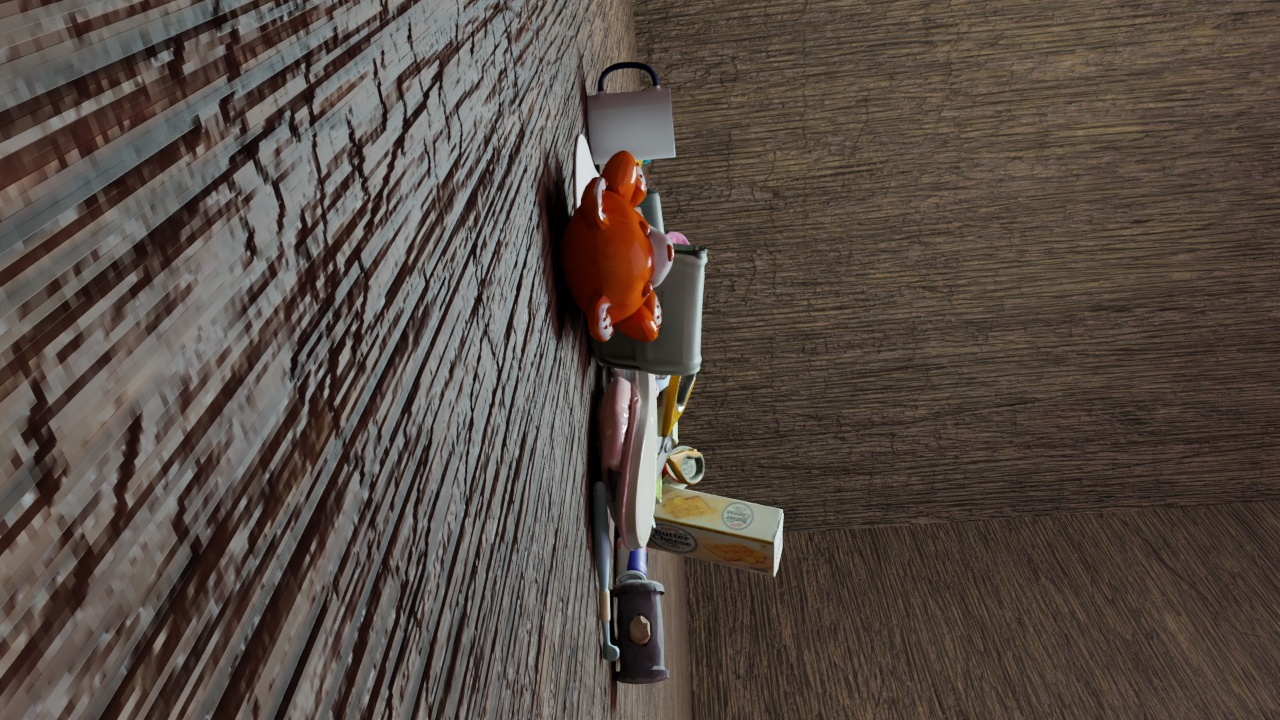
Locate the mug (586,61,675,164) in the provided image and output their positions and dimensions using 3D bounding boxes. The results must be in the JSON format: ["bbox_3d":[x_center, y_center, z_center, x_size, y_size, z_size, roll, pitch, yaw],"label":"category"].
[{"bbox_3d":[-0.012,-0.290,1.070,0.078,0.097,0.112,-83,168,-73],"label":"mug"}]

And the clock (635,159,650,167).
[{"bbox_3d":[-0.020,-0.223,1.149,0.129,0.043,0.099,-78,-172,-52],"label":"clock"}]

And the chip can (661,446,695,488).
[{"bbox_3d":[0.046,0.182,1.415,0.215,0.051,0.051,116,-28,-69],"label":"chip can"}]

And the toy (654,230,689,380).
[{"bbox_3d":[0.004,-0.071,1.161,0.158,0.084,0.194,-2,93,-48],"label":"toy"}]

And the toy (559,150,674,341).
[{"bbox_3d":[-0.017,-0.089,0.760,0.172,0.093,0.164,-71,158,-78],"label":"toy"}]

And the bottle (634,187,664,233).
[{"bbox_3d":[-0.009,-0.166,1.063,0.061,0.061,0.131,-148,-132,-70],"label":"bottle"}]

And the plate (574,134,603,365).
[{"bbox_3d":[-0.044,-0.116,0.973,0.242,0.016,0.242,-2,87,-87],"label":"plate"}]

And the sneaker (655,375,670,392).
[{"bbox_3d":[0.003,-0.008,1.359,0.098,0.083,0.240,49,19,-9],"label":"sneaker"}]

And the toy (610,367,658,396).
[{"bbox_3d":[-0.006,0.006,1.076,0.110,0.047,0.063,-154,-113,-66],"label":"toy"}]

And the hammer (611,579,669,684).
[{"bbox_3d":[0.003,0.311,1.022,0.329,0.052,0.098,86,1,-70],"label":"hammer"}]

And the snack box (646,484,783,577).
[{"bbox_3d":[0.102,0.247,1.347,0.104,0.208,0.057,81,24,-49],"label":"snack box"}]

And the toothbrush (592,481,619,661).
[{"bbox_3d":[-0.031,0.184,0.803,0.022,0.016,0.155,-7,-94,61],"label":"toothbrush"}]

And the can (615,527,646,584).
[{"bbox_3d":[-0.010,0.202,0.996,0.095,0.032,0.032,-90,175,-51],"label":"can"}]

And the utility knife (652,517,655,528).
[{"bbox_3d":[-0.002,0.158,1.134,0.162,0.015,0.022,70,16,-44],"label":"utility knife"}]

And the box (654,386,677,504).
[{"bbox_3d":[0.015,0.111,1.307,0.187,0.066,0.128,-85,-168,-64],"label":"box"}]

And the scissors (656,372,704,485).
[{"bbox_3d":[0.043,0.103,1.173,0.230,0.016,0.224,52,53,-54],"label":"scissors"}]

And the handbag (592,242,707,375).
[{"bbox_3d":[0.010,-0.053,0.885,0.067,0.106,0.122,-33,128,-66],"label":"handbag"}]

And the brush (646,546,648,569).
[{"bbox_3d":[-0.001,0.227,1.298,0.039,0.012,0.151,-82,166,-74],"label":"brush"}]

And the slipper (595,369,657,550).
[{"bbox_3d":[-0.014,0.076,0.909,0.273,0.054,0.114,-84,170,-56],"label":"slipper"}]
